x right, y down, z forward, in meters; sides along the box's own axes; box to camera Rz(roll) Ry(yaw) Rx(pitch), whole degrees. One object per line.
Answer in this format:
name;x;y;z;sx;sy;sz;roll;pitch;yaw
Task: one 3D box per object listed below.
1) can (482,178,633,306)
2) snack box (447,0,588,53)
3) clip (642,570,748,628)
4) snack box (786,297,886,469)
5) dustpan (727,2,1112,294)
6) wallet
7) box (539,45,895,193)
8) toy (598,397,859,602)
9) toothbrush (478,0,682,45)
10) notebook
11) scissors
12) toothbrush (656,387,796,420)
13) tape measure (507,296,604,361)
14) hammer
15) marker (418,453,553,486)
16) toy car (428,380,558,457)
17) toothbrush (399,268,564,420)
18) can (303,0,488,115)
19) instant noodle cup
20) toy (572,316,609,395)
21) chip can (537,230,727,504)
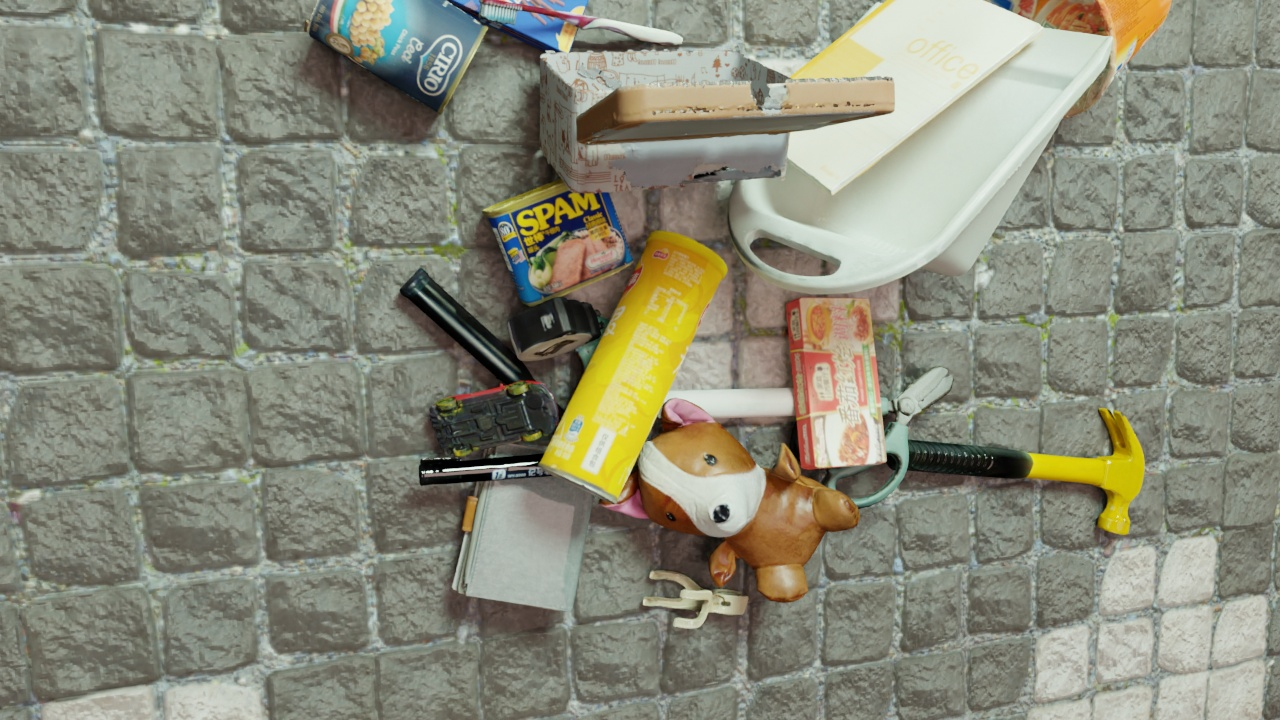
can;-0.064;-0.101;0.743;0.102;0.057;0.083;-24;106;-12
snack box;-0.114;-0.308;0.715;0.157;0.026;0.084;20;91;-18
clip;0.045;0.214;0.835;0.101;0.096;0.035;9;95;-60
snack box;0.176;0.020;0.826;0.075;0.025;0.152;-1;82;-21
dustpan;0.191;-0.169;0.724;0.142;0.223;0.258;9;106;-47
wallet;-0.096;0.138;0.772;0.106;0.037;0.129;14;79;-15
box;0.035;-0.170;0.648;0.178;0.260;0.103;-7;119;-17
toy;0.077;0.123;0.789;0.199;0.130;0.140;33;95;-9
toothbrush;-0.042;-0.263;0.723;0.187;0.016;0.017;-4;113;-35
notebook;0.196;-0.231;0.752;0.206;0.146;0.010;-38;137;1
scissors;0.234;0.078;0.852;0.185;0.019;0.129;-17;83;-3
toothbrush;0.044;0.040;0.810;0.220;0.026;0.026;-1;55;-17
tape measure;-0.072;-0.024;0.742;0.066;0.065;0.033;-23;78;24
hammer;0.383;0.104;0.921;0.300;0.033;0.129;6;95;-18
marker;-0.112;0.087;0.744;0.132;0.022;0.020;-2;143;-19
toy car;-0.117;0.045;0.743;0.106;0.031;0.049;-13;106;13
toothbrush;-0.110;0.007;0.753;0.212;0.026;0.027;44;71;-14
can;-0.180;-0.244;0.678;0.111;0.075;0.075;28;88;-18
instant noodle cup;0.381;-0.306;0.811;0.111;0.151;0.151;-37;106;-18
toy;-0.017;-0.001;0.784;0.092;0.030;0.096;26;82;-15
chip can;-0.004;0.004;0.733;0.072;0.072;0.213;29;79;-19
